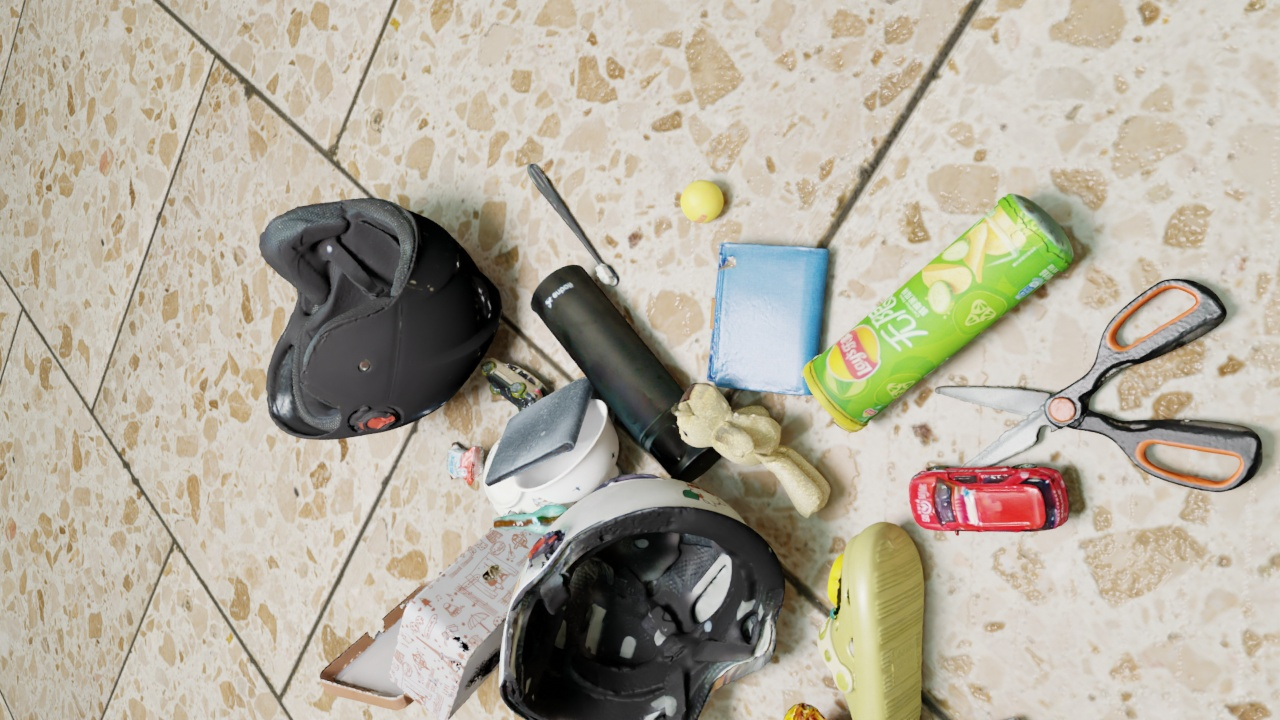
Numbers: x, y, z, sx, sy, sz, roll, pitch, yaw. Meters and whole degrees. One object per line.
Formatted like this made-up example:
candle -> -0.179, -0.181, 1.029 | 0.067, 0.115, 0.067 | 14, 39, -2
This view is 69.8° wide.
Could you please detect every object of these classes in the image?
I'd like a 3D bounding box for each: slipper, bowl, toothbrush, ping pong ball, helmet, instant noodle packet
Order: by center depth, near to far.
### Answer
slipper -> 0.180, 0.227, 0.747 | 0.082, 0.091, 0.190 | -3, 89, 40
instant noodle packet -> 0.158, 0.339, 0.752 | 0.044, 0.129, 0.111 | -34, 61, -17
helmet -> -0.006, 0.206, 0.822 | 0.274, 0.230, 0.156 | -63, 18, 19
ping pong ball -> 0.058, -0.149, 0.861 | 0.040, 0.040, 0.040 | 0, 89, 35
bowl -> -0.060, 0.103, 0.906 | 0.119, 0.118, 0.065 | -25, 117, 32
toothbrush -> -0.076, -0.146, 0.970 | 0.016, 0.018, 0.181 | -48, 63, 28
bowl -> -0.127, 0.126, 0.977 | 0.114, 0.062, 0.113 | 1, 91, 36
helmet -> -0.285, -0.034, 0.986 | 0.275, 0.230, 0.233 | -52, 46, 21

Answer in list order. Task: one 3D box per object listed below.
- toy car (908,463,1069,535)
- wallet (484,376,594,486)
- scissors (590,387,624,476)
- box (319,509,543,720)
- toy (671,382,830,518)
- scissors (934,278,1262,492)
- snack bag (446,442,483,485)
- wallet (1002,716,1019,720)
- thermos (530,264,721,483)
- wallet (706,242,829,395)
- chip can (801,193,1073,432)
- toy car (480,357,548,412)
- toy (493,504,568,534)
toy car -> 0.263, 0.107, 0.706 | 0.121, 0.045, 0.053 | -10, 91, 44
wallet -> -0.101, 0.072, 0.916 | 0.121, 0.097, 0.019 | -28, 117, 30
scissors -> -0.039, 0.094, 0.947 | 0.166, 0.014, 0.163 | 18, 103, 32
box -> -0.194, 0.275, 0.945 | 0.273, 0.178, 0.130 | -35, 93, 40
toy -> 0.098, 0.078, 0.801 | 0.157, 0.105, 0.066 | 37, 117, 8
scissors -> 0.338, 0.027, 0.679 | 0.221, 0.021, 0.225 | 32, 109, 35
snack bag -> -0.200, 0.116, 1.029 | 0.105, 0.026, 0.045 | -5, 83, 64
wallet -> 0.257, 0.350, 0.723 | 0.130, 0.037, 0.106 | -31, 72, 31
thermos -> -0.005, 0.005, 0.898 | 0.090, 0.068, 0.242 | -38, 67, -6
wallet -> 0.112, -0.038, 0.825 | 0.106, 0.040, 0.133 | 6, 94, 26
chip can -> 0.230, -0.035, 0.721 | 0.222, 0.072, 0.072 | -44, 66, 26
toy car -> -0.138, 0.027, 0.997 | 0.090, 0.035, 0.042 | 29, 149, 31
toy -> -0.093, 0.154, 0.887 | 0.096, 0.092, 0.030 | -3, 78, -8
